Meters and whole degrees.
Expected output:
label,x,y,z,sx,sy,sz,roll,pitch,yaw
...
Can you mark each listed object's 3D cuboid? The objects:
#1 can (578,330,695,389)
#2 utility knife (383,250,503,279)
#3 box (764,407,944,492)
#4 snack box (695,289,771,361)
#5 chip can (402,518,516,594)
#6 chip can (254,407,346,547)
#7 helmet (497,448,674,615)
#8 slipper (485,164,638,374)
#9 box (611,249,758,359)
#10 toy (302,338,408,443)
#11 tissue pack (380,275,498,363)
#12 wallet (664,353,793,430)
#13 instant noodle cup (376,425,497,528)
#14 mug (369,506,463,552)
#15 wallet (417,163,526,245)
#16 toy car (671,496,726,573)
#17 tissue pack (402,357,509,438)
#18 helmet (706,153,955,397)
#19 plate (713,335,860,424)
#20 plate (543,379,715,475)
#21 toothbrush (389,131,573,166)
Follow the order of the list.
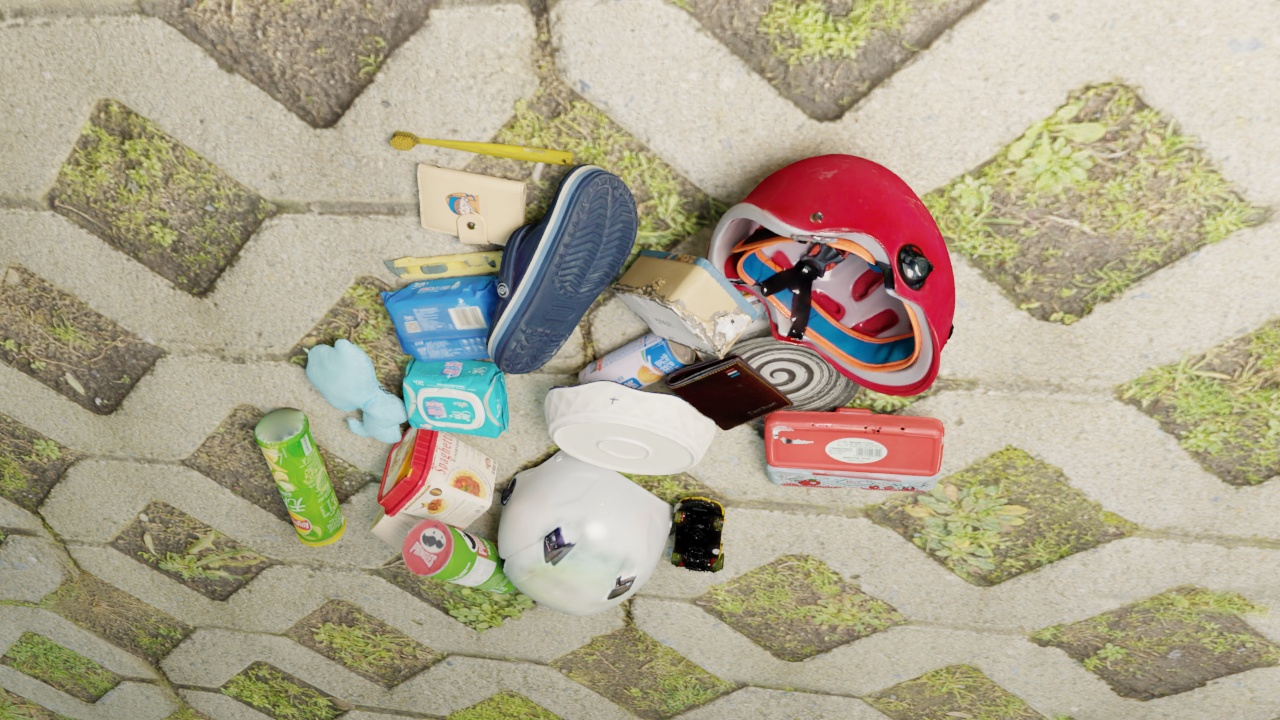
label,x,y,z,sx,sy,sz,roll,pitch,yaw
can,-0.006,0.006,1.052,0.135,0.053,0.053,-27,119,30
utility knife,-0.211,-0.110,1.033,0.167,0.018,0.031,-7,133,13
box,0.247,0.116,1.076,0.201,0.058,0.161,2,141,13
snack box,0.122,-0.045,0.996,0.154,0.026,0.075,-19,123,27
chip can,-0.232,0.271,1.243,0.072,0.072,0.236,-4,159,16
chip can,-0.473,0.164,1.282,0.072,0.072,0.222,5,130,9
helmet,-0.088,0.253,1.217,0.229,0.145,0.259,37,128,-17
slipper,-0.092,-0.098,0.965,0.095,0.105,0.253,46,120,28
box,0.038,-0.060,0.921,0.062,0.184,0.090,-48,114,-5
toy,-0.363,0.037,1.165,0.156,0.049,0.162,27,133,-7
tissue pack,-0.216,-0.049,1.057,0.157,0.052,0.095,-4,126,16
wallet,0.099,0.036,1.018,0.097,0.020,0.122,-20,142,31
instant noodle cup,-0.263,0.155,1.207,0.124,0.116,0.117,27,131,-26
mug,-0.323,0.238,1.312,0.106,0.081,0.115,37,157,-16
wallet,-0.179,-0.160,0.975,0.115,0.024,0.087,10,132,4
toy car,0.079,0.232,1.227,0.071,0.041,0.156,6,132,8
tissue pack,-0.225,0.046,1.139,0.133,0.050,0.093,5,129,9
helmet,0.196,-0.092,0.846,0.240,0.143,0.207,40,160,-7
plate,0.156,0.018,1.024,0.179,0.024,0.180,3,147,2
plate,-0.016,0.085,1.072,0.205,0.045,0.205,8,156,3
toothbrush,-0.162,-0.213,0.930,0.190,0.016,0.016,8,131,7
